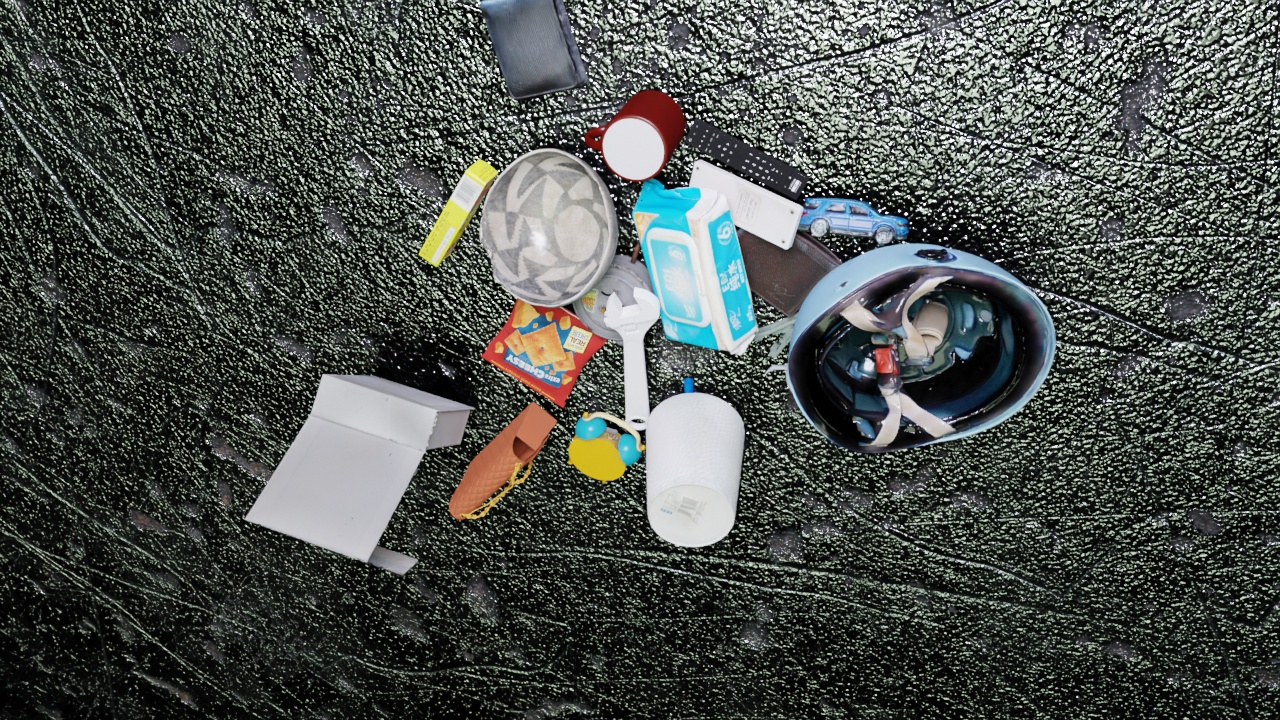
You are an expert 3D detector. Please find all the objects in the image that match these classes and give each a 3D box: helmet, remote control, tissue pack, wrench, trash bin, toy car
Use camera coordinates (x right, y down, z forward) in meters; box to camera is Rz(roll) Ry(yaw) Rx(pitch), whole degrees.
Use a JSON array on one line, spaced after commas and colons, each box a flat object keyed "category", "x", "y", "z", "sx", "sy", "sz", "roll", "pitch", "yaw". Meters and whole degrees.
[{"category": "helmet", "x": 0.290, "y": -0.028, "z": 0.978, "sx": 0.266, "sy": 0.166, "sz": 0.226, "roll": -5, "pitch": 124, "yaw": 11}, {"category": "remote control", "x": 0.116, "y": -0.220, "z": 1.004, "sx": 0.140, "sy": 0.009, "sz": 0.030, "roll": 27, "pitch": 127, "yaw": -1}, {"category": "tissue pack", "x": 0.062, "y": -0.107, "z": 1.046, "sx": 0.117, "sy": 0.065, "sz": 0.209, "roll": 16, "pitch": 131, "yaw": 44}, {"category": "wrench", "x": -0.007, "y": 0.007, "z": 1.151, "sx": 0.066, "sy": 0.018, "sz": 0.274, "roll": 2, "pitch": 141, "yaw": 4}, {"category": "remote control", "x": 0.113, "y": -0.173, "z": 1.011, "sx": 0.136, "sy": 0.011, "sz": 0.050, "roll": 30, "pitch": 130, "yaw": 22}, {"category": "trash bin", "x": 0.067, "y": 0.141, "z": 1.160, "sx": 0.133, "sy": 0.161, "sz": 0.133, "roll": 3, "pitch": 124, "yaw": 4}, {"category": "toy car", "x": 0.228, "y": -0.150, "z": 0.987, "sx": 0.120, "sy": 0.056, "sz": 0.043, "roll": 11, "pitch": 102, "yaw": 18}]

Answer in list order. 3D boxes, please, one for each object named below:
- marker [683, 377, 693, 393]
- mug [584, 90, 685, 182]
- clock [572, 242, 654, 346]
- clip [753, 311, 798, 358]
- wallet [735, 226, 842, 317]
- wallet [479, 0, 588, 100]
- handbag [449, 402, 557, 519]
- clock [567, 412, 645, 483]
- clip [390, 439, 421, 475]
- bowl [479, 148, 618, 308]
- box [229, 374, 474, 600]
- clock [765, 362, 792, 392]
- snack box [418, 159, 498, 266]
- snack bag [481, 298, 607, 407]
[{"category": "marker", "x": 0.067, "y": 0.085, "z": 1.228, "sx": 0.013, "sy": 0.013, "sz": 0.142, "roll": 5, "pitch": 124, "yaw": 15}, {"category": "mug", "x": -0.012, "y": -0.241, "z": 0.988, "sx": 0.106, "sy": 0.082, "sz": 0.073, "roll": 2, "pitch": 123, "yaw": 18}, {"category": "clock", "x": -0.026, "y": -0.066, "z": 1.129, "sx": 0.104, "sy": 0.056, "sz": 0.148, "roll": -4, "pitch": 119, "yaw": 21}, {"category": "clip", "x": 0.175, "y": -0.036, "z": 1.103, "sx": 0.057, "sy": 0.023, "sz": 0.076, "roll": 43, "pitch": 127, "yaw": -14}, {"category": "wallet", "x": 0.155, "y": -0.114, "z": 1.053, "sx": 0.120, "sy": 0.031, "sz": 0.100, "roll": 36, "pitch": 130, "yaw": -8}, {"category": "wallet", "x": -0.116, "y": -0.340, "z": 0.991, "sx": 0.089, "sy": 0.026, "sz": 0.115, "roll": -6, "pitch": 121, "yaw": 24}, {"category": "handbag", "x": -0.195, "y": 0.152, "z": 1.301, "sx": 0.060, "sy": 0.108, "sz": 0.172, "roll": 40, "pitch": 126, "yaw": -10}, {"category": "clock", "x": -0.051, "y": 0.121, "z": 1.276, "sx": 0.099, "sy": 0.043, "sz": 0.130, "roll": 30, "pitch": 134, "yaw": -3}, {"category": "clip", "x": -0.380, "y": 0.125, "z": 1.382, "sx": 0.125, "sy": 0.073, "sz": 0.143, "roll": 9, "pitch": 115, "yaw": 16}, {"category": "bowl", "x": -0.092, "y": -0.151, "z": 1.068, "sx": 0.179, "sy": 0.081, "sz": 0.178, "roll": 4, "pitch": 98, "yaw": 30}, {"category": "box", "x": -0.360, "y": 0.132, "z": 1.196, "sx": 0.167, "sy": 0.337, "sz": 0.161, "roll": 17, "pitch": 137, "yaw": 8}, {"category": "clock", "x": 0.224, "y": 0.016, "z": 1.109, "sx": 0.119, "sy": 0.042, "sz": 0.095, "roll": 37, "pitch": 128, "yaw": -7}, {"category": "snack box", "x": -0.225, "y": -0.180, "z": 1.128, "sx": 0.029, "sy": 0.040, "sz": 0.148, "roll": 36, "pitch": 126, "yaw": -6}, {"category": "snack bag", "x": -0.126, "y": -0.019, "z": 1.205, "sx": 0.131, "sy": 0.039, "sz": 0.144, "roll": 33, "pitch": 127, "yaw": -5}]
